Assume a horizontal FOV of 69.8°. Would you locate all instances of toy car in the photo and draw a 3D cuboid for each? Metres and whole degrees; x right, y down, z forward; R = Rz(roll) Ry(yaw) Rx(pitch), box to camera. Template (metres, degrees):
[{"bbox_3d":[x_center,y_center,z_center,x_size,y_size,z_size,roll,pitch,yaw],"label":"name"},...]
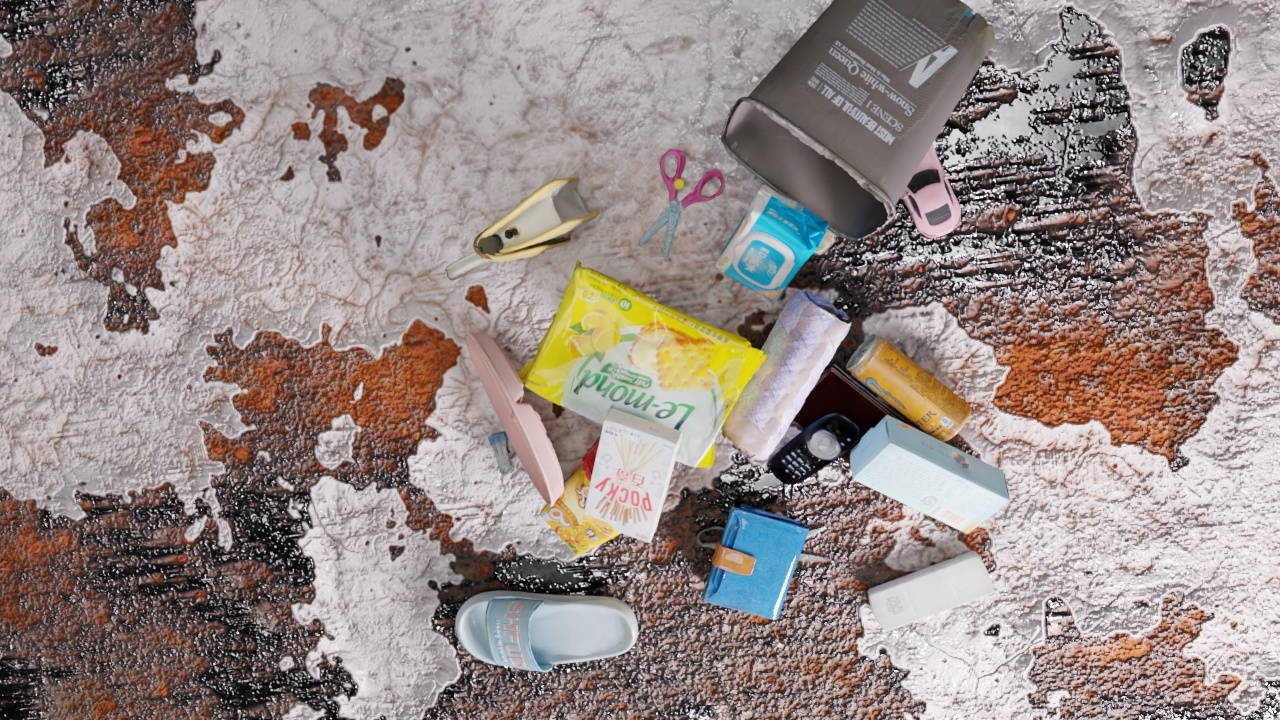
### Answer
[{"bbox_3d":[0.191,-0.163,1.086,0.090,0.035,0.042,42,104,-4],"label":"toy car"},{"bbox_3d":[0.327,-0.201,1.058,0.056,0.037,0.122,-25,96,10],"label":"toy car"}]

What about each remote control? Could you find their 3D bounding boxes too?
[{"bbox_3d":[0.214,0.107,1.127,0.053,0.024,0.137,44,127,-2],"label":"remote control"},{"bbox_3d":[0.364,0.291,1.157,0.150,0.021,0.058,-23,97,11],"label":"remote control"}]

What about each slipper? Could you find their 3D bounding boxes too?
[{"bbox_3d":[-0.126,0.364,1.214,0.245,0.074,0.104,-3,101,7],"label":"slipper"}]

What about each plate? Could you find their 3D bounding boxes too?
[{"bbox_3d":[-0.148,0.066,1.093,0.028,0.230,0.229,-27,97,-14],"label":"plate"}]

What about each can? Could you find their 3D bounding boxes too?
[{"bbox_3d":[0.319,0.033,1.094,0.146,0.058,0.058,38,103,0],"label":"can"}]

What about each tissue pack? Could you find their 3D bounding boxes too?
[{"bbox_3d":[0.149,-0.130,1.056,0.090,0.140,0.063,31,59,1],"label":"tissue pack"}]

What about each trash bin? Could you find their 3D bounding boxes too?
[{"bbox_3d":[0.231,-0.276,0.968,0.199,0.198,0.219,37,88,0],"label":"trash bin"}]

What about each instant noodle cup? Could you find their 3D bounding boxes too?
[{"bbox_3d":[-0.050,0.172,1.152,0.124,0.115,0.116,-39,94,25],"label":"instant noodle cup"}]

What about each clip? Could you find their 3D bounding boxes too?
[{"bbox_3d":[-0.181,0.123,1.202,0.024,0.029,0.057,-15,91,9],"label":"clip"}]

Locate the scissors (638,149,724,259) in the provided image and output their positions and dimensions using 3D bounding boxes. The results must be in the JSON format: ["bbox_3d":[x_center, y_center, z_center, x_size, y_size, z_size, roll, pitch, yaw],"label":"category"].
[{"bbox_3d":[0.051,-0.185,1.113,0.105,0.017,0.136,9,107,0],"label":"scissors"}]

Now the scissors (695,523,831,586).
[{"bbox_3d":[0.151,0.250,1.186,0.159,0.014,0.174,35,102,-2],"label":"scissors"}]

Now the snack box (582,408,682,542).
[{"bbox_3d":[-0.011,0.131,1.028,0.085,0.026,0.157,18,125,7],"label":"snack box"}]

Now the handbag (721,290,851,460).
[{"bbox_3d":[0.166,0.014,1.073,0.075,0.134,0.194,28,103,0],"label":"handbag"}]

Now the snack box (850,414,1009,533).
[{"bbox_3d":[0.341,0.135,1.085,0.175,0.051,0.074,25,129,-11],"label":"snack box"}]

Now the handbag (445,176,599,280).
[{"bbox_3d":[-0.140,-0.142,1.071,0.179,0.163,0.063,-31,96,14],"label":"handbag"}]

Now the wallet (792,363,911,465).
[{"bbox_3d":[0.251,0.072,1.117,0.122,0.020,0.097,38,124,-1],"label":"wallet"}]

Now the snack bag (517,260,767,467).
[{"bbox_3d":[0.001,0.003,1.029,0.246,0.068,0.158,26,103,2],"label":"snack bag"}]

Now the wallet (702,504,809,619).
[{"bbox_3d":[0.145,0.256,1.162,0.106,0.040,0.133,16,100,-4],"label":"wallet"}]
